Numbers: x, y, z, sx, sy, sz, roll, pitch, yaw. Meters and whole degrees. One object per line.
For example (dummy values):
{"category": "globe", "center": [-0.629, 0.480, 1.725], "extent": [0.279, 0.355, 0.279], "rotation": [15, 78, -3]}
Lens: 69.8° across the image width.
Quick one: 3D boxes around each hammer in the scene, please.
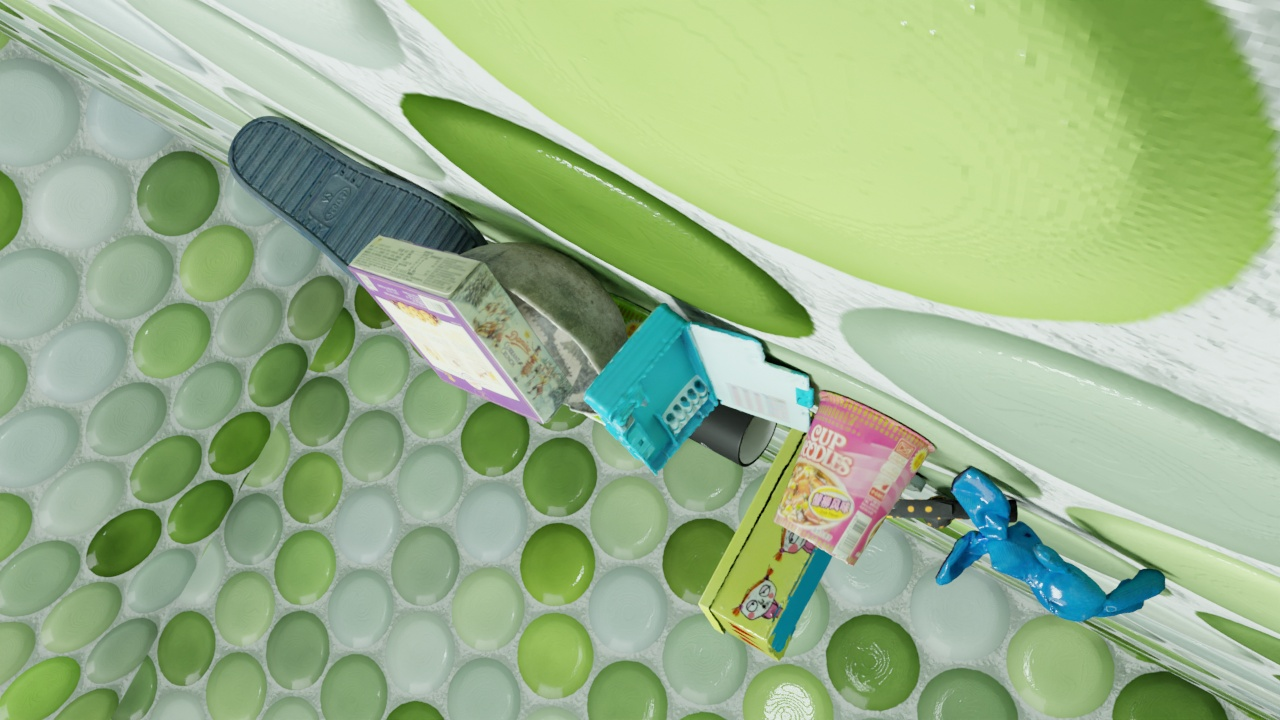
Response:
{"category": "hammer", "center": [0.286, 0.146, 0.891], "extent": [0.123, 0.036, 0.320], "rotation": [-1, 170, 17]}

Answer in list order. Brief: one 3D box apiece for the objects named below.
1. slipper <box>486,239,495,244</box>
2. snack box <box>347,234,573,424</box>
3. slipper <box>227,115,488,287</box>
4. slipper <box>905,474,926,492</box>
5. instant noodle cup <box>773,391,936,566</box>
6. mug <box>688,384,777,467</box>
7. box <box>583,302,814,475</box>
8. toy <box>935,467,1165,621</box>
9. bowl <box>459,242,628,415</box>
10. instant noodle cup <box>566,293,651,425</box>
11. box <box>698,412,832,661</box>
{"category": "slipper", "center": [-0.079, -0.022, 0.917], "extent": [0.272, 0.114, 0.054], "rotation": [37, 146, -12]}
{"category": "snack box", "center": [-0.142, -0.025, 0.728], "extent": [0.143, 0.040, 0.148], "rotation": [18, 151, 41]}
{"category": "slipper", "center": [-0.250, -0.126, 0.836], "extent": [0.263, 0.101, 0.082], "rotation": [32, 176, 5]}
{"category": "slipper", "center": [0.249, 0.134, 1.055], "extent": [0.098, 0.054, 0.269], "rotation": [30, 175, 5]}
{"category": "instant noodle cup", "center": [0.157, 0.093, 0.708], "extent": [0.098, 0.108, 0.098], "rotation": [29, 176, 2]}
{"category": "mug", "center": [0.103, 0.065, 1.022], "extent": [0.088, 0.078, 0.113], "rotation": [26, -172, 31]}
{"category": "box", "center": [0.050, 0.022, 0.740], "extent": [0.227, 0.169, 0.085], "rotation": [59, -166, -70]}
{"category": "toy", "center": [0.306, 0.159, 0.708], "extent": [0.176, 0.070, 0.113], "rotation": [24, 142, 6]}
{"category": "bowl", "center": [-0.074, -0.039, 0.755], "extent": [0.178, 0.081, 0.179], "rotation": [32, 159, 14]}
{"category": "instant noodle cup", "center": [-0.018, 0.007, 0.845], "extent": [0.099, 0.108, 0.099], "rotation": [28, 176, 2]}
{"category": "box", "center": [0.147, 0.175, 0.904], "extent": [0.083, 0.220, 0.124], "rotation": [26, 164, 25]}
